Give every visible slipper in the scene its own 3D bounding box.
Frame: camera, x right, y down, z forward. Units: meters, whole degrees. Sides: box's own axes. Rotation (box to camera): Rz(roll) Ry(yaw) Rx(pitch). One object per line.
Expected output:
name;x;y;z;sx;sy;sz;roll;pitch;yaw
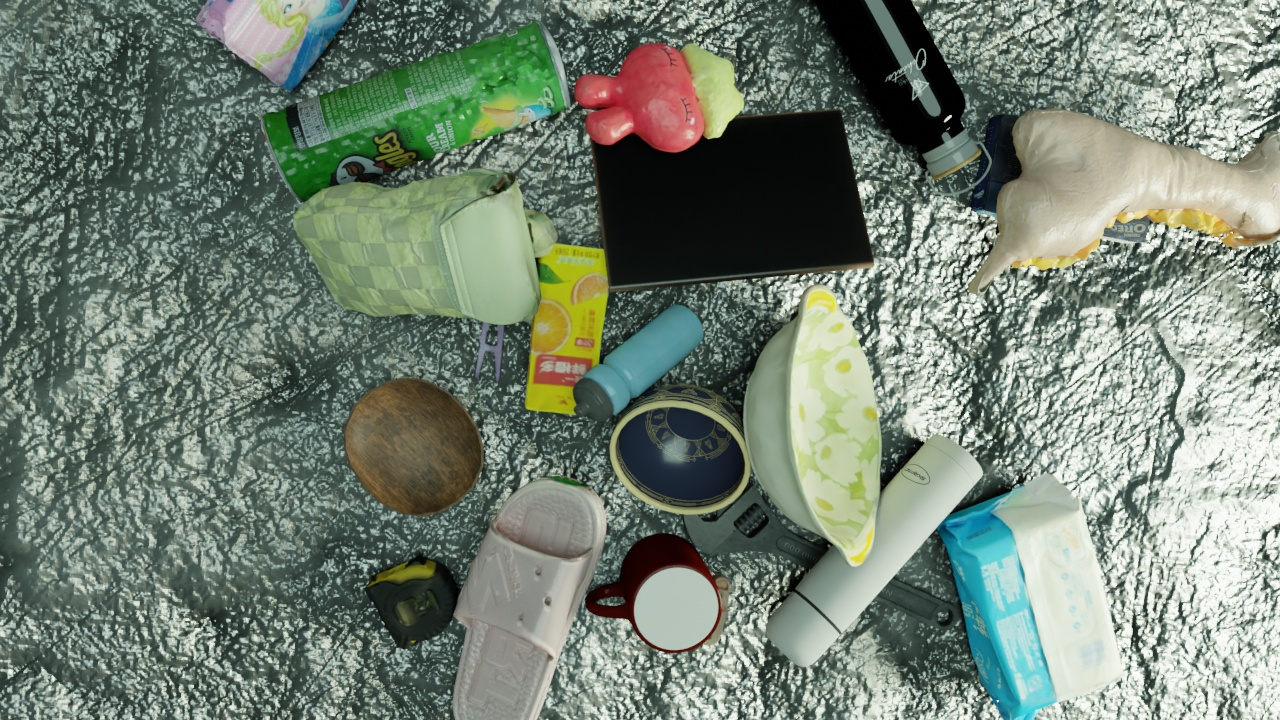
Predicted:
slipper;-0.102;0.206;0.736;0.094;0.064;0.239;20;98;14

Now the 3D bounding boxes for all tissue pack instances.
tissue pack;0.339;0.211;0.795;0.117;0.066;0.209;-20;99;-5

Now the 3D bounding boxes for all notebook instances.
notebook;0.071;-0.130;0.732;0.209;0.008;0.141;-6;73;-5

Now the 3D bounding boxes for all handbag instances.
handbag;-0.156;-0.095;0.693;0.187;0.116;0.113;3;124;16

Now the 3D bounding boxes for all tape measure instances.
tape measure;-0.182;0.198;0.752;0.062;0.038;0.067;-24;97;-3

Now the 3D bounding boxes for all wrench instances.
wrench;0.159;0.175;0.797;0.273;0.018;0.073;26;92;-9

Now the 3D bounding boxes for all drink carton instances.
drink carton;-0.059;-0.025;0.740;0.058;0.043;0.134;6;94;-8

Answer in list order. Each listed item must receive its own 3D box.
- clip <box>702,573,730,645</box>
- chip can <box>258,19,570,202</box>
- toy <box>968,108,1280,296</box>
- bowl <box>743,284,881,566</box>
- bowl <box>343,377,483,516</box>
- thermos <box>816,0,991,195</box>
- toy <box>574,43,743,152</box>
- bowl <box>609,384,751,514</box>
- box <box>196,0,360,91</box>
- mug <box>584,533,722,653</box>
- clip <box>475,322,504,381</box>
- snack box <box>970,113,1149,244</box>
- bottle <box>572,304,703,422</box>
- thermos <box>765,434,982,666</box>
clip;0.061;0.213;0.778;0.025;0.043;0.061;16;99;-9
chip can;-0.166;-0.190;0.697;0.223;0.075;0.075;-20;97;-4
toy;0.406;-0.117;0.748;0.264;0.065;0.196;14;103;-13
bowl;0.131;0.052;0.723;0.060;0.188;0.219;-8;94;32
bowl;-0.182;0.068;0.745;0.102;0.026;0.114;-37;99;-2
thermos;0.208;-0.237;0.736;0.061;0.061;0.231;-33;98;-2
toy;0.015;-0.207;0.722;0.135;0.045;0.091;-11;78;-14
bowl;0.037;0.062;0.744;0.112;0.061;0.113;7;125;10
box;-0.245;-0.329;0.684;0.097;0.085;0.230;37;91;24
mug;0.007;0.191;0.748;0.105;0.082;0.073;-10;97;-5
clip;-0.125;-0.010;0.750;0.036;0.013;0.053;21;91;-9
snack box;0.362;-0.152;0.779;0.150;0.027;0.082;11;95;-6
bottle;-0.004;0.004;0.723;0.129;0.040;0.040;-39;99;-30
thermos;0.193;0.159;0.766;0.052;0.052;0.224;45;82;-8
